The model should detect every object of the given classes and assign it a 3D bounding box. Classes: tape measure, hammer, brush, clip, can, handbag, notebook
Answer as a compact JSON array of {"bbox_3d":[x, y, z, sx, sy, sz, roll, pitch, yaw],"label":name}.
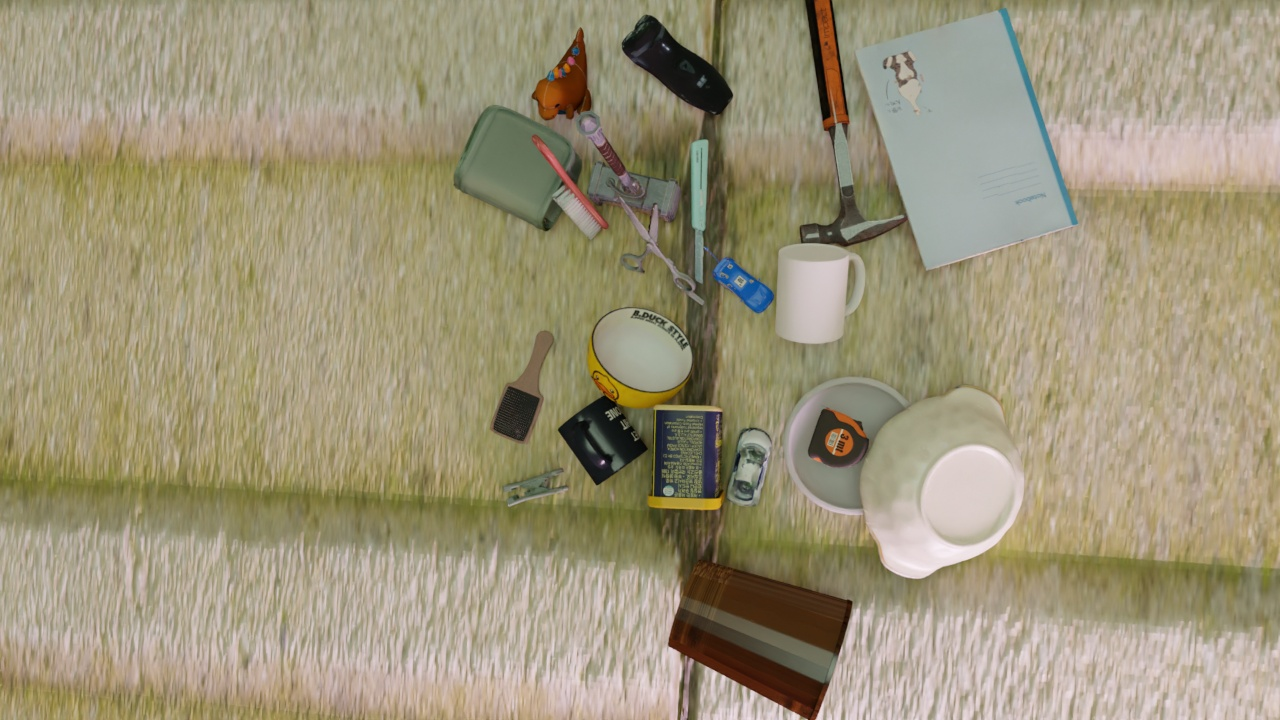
[{"bbox_3d":[0.212,0.085,0.973,0.059,0.038,0.058,19,91,21],"label":"tape measure"},{"bbox_3d":[-0.024,-0.194,0.909,0.098,0.322,0.044,15,91,8],"label":"hammer"},{"bbox_3d":[-0.134,0.029,1.076,0.050,0.015,0.135,21,92,8],"label":"brush"},{"bbox_3d":[-0.122,0.148,1.070,0.076,0.023,0.042,-18,89,9],"label":"clip"},{"bbox_3d":[0.052,0.101,0.991,0.075,0.135,0.104,1,87,8],"label":"can"},{"bbox_3d":[-0.139,-0.220,1.053,0.122,0.067,0.106,27,92,7],"label":"handbag"},{"bbox_3d":[0.354,-0.242,0.996,0.181,0.009,0.253,-17,87,-5],"label":"notebook"},{"bbox_3d":[0.228,-0.286,1.021,0.138,0.035,0.314,-8,88,7],"label":"hammer"},{"bbox_3d":[-0.083,-0.185,0.998,0.030,0.172,0.041,-42,59,1],"label":"brush"}]

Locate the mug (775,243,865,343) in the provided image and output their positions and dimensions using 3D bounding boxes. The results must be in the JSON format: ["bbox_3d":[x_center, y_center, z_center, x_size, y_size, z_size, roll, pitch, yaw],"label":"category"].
[{"bbox_3d":[0.200,-0.077,0.998,0.110,0.074,0.091,-13,115,-28],"label":"mug"}]

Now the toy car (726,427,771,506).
[{"bbox_3d":[0.123,0.121,1.034,0.039,0.027,0.090,12,91,10],"label":"toy car"}]

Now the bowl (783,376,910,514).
[{"bbox_3d":[0.232,0.092,1.010,0.149,0.043,0.149,0,89,7],"label":"bowl"}]

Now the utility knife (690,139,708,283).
[{"bbox_3d":[0.067,-0.171,1.052,0.022,0.015,0.165,0,91,-24],"label":"utility knife"}]

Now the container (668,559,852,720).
[{"bbox_3d":[0.126,0.291,0.987,0.167,0.132,0.132,19,92,13],"label":"container"}]

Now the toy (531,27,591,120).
[{"bbox_3d":[-0.087,-0.322,1.032,0.070,0.090,0.103,20,113,8],"label":"toy"}]

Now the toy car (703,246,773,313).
[{"bbox_3d":[0.107,-0.092,1.020,0.092,0.062,0.033,40,94,6],"label":"toy car"}]

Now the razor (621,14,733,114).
[{"bbox_3d":[0.043,-0.332,1.031,0.140,0.063,0.053,39,95,8],"label":"razor"}]

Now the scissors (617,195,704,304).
[{"bbox_3d":[0.024,-0.119,1.008,0.158,0.142,0.014,34,65,-10],"label":"scissors"}]

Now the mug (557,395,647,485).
[{"bbox_3d":[-0.046,0.090,1.018,0.071,0.105,0.077,-37,85,11],"label":"mug"}]

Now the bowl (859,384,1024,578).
[{"bbox_3d":[0.328,0.134,0.958,0.188,0.060,0.219,23,92,-14],"label":"bowl"}]

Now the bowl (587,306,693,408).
[{"bbox_3d":[-0.006,0.006,1.023,0.117,0.068,0.117,10,52,-13],"label":"bowl"}]
